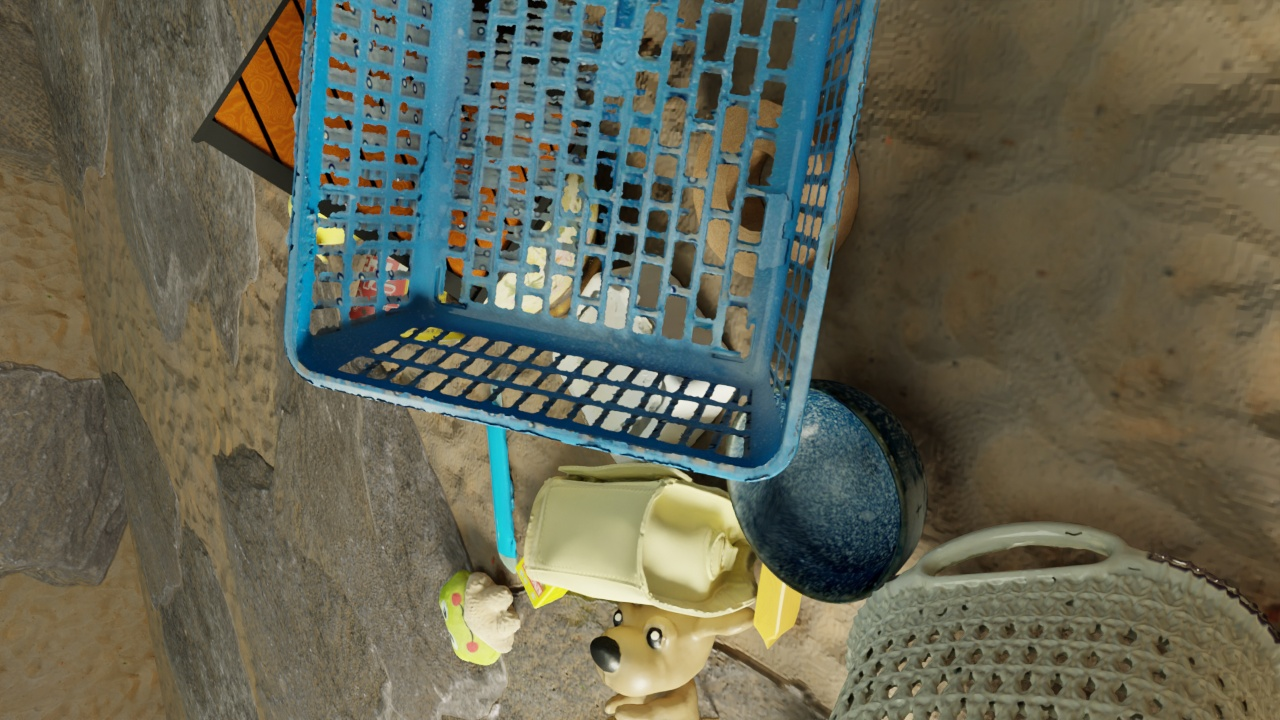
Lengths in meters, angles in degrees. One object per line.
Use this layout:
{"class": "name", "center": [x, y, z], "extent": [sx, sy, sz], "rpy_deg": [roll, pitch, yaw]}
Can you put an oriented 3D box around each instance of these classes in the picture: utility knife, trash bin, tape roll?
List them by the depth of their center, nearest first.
{"class": "tape roll", "center": [0.071, -0.092, 0.493], "extent": [0.094, 0.027, 0.094], "rpy_deg": [20, 116, 46]}
{"class": "trash bin", "center": [-0.149, -0.143, 0.560], "extent": [0.139, 0.171, 0.140], "rpy_deg": [-57, 26, 0]}
{"class": "utility knife", "center": [-0.120, 0.099, 0.796], "extent": [0.031, 0.015, 0.175], "rpy_deg": [9, 107, 46]}

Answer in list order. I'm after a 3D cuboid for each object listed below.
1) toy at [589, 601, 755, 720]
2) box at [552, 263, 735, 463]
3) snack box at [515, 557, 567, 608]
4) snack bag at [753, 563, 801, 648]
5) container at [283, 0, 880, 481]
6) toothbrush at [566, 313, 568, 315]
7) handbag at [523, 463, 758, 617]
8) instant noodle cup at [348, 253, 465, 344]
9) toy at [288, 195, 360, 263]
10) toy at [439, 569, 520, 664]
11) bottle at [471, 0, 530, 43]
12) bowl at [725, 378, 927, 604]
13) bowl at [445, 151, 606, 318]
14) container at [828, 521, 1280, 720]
{"class": "toy", "center": [0.014, 0.206, 0.612], "extent": [0.134, 0.105, 0.108], "rpy_deg": [7, 96, 53]}
{"class": "box", "center": [-0.012, 0.006, 0.574], "extent": [0.107, 0.095, 0.103], "rpy_deg": [54, 138, 21]}
{"class": "snack box", "center": [-0.056, 0.145, 0.721], "extent": [0.040, 0.028, 0.148], "rpy_deg": [58, 138, 21]}
{"class": "snack bag", "center": [0.085, 0.127, 0.548], "extent": [0.020, 0.026, 0.099], "rpy_deg": [25, 122, 38]}
{"class": "container", "center": [-0.021, -0.148, 0.428], "extent": [0.257, 0.089, 0.362], "rpy_deg": [12, 102, 14]}
{"class": "toothbrush", "center": [-0.078, -0.064, 0.696], "extent": [0.167, 0.013, 0.013], "rpy_deg": [43, 132, 30]}
{"class": "handbag", "center": [0.003, 0.112, 0.578], "extent": [0.119, 0.111, 0.081], "rpy_deg": [-5, 70, 48]}
{"class": "instant noodle cup", "center": [-0.187, -0.082, 0.761], "extent": [0.100, 0.100, 0.112], "rpy_deg": [29, 116, 42]}
{"class": "toy", "center": [-0.236, -0.179, 0.758], "extent": [0.084, 0.148, 0.215], "rpy_deg": [27, 134, 4]}
{"class": "toy", "center": [-0.148, 0.238, 0.852], "extent": [0.118, 0.043, 0.092], "rpy_deg": [-26, 80, 49]}
{"class": "bottle", "center": [-0.115, -0.247, 0.635], "extent": [0.157, 0.067, 0.068], "rpy_deg": [-36, 74, 49]}
{"class": "bowl", "center": [0.105, 0.062, 0.476], "extent": [0.114, 0.060, 0.114], "rpy_deg": [17, 112, 48]}
{"class": "bowl", "center": [-0.065, -0.074, 0.611], "extent": [0.146, 0.063, 0.145], "rpy_deg": [-41, 31, 31]}
{"class": "container", "center": [0.169, 0.207, 0.360], "extent": [0.185, 0.142, 0.251], "rpy_deg": [-14, 96, 35]}
